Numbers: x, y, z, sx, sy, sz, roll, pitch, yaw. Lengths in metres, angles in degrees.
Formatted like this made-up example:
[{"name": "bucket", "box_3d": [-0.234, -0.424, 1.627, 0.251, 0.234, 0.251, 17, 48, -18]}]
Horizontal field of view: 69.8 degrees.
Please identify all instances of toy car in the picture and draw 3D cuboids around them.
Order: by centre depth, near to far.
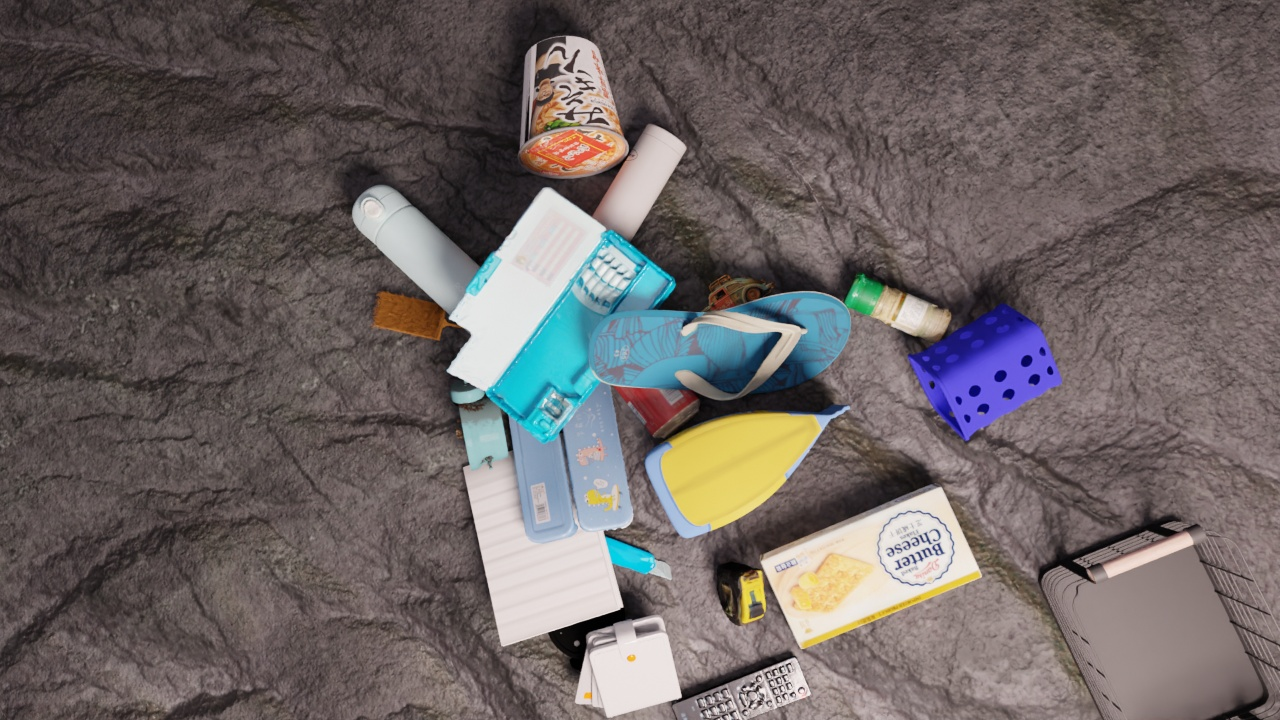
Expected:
[{"name": "toy car", "box_3d": [0.095, -0.067, 1.026, 0.112, 0.047, 0.047, -33, 84, 5]}]

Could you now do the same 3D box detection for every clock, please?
[{"name": "clock", "box_3d": [-0.053, 0.299, 1.036, 0.091, 0.042, 0.120, -34, 83, 6]}, {"name": "clock", "box_3d": [-0.186, 0.064, 1.045, 0.053, 0.090, 0.124, -11, 86, -11]}]

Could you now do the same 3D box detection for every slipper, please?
[{"name": "slipper", "box_3d": [0.092, -0.008, 0.967, 0.294, 0.060, 0.118, -3, 118, -15]}]

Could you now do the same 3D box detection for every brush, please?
[{"name": "brush", "box_3d": [-0.255, -0.049, 1.093, 0.126, 0.017, 0.048, 12, 90, 9]}]

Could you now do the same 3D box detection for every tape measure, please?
[{"name": "tape measure", "box_3d": [0.107, 0.256, 1.001, 0.038, 0.067, 0.062, -11, 94, -23]}]

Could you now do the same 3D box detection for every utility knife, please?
[{"name": "utility knife", "box_3d": [-0.045, 0.216, 1.052, 0.175, 0.015, 0.031, 19, 93, 7]}]

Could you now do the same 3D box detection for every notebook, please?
[{"name": "notebook", "box_3d": [-0.114, 0.197, 1.038, 0.143, 0.009, 0.209, -20, 69, 8]}]

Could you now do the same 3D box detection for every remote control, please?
[{"name": "remote control", "box_3d": [0.111, 0.375, 1.020, 0.150, 0.022, 0.047, -23, 84, 5]}]

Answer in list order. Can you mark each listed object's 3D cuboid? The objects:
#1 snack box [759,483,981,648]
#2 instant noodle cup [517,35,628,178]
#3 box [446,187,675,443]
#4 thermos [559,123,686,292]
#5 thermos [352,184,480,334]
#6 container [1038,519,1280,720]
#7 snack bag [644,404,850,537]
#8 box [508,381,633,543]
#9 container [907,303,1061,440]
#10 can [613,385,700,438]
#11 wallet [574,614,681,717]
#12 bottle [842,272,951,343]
[{"name": "snack box", "box_3d": [0.245, 0.220, 0.987, 0.208, 0.057, 0.104, -24, 84, 7]}, {"name": "instant noodle cup", "box_3d": [-0.082, -0.287, 1.033, 0.124, 0.123, 0.121, -9, 77, 8]}, {"name": "box", "box_3d": [-0.097, -0.047, 0.977, 0.182, 0.071, 0.227, 36, 99, -12]}, {"name": "thermos", "box_3d": [-0.027, -0.159, 1.045, 0.052, 0.052, 0.224, 32, 93, 9]}, {"name": "thermos", "box_3d": [-0.245, -0.119, 1.067, 0.207, 0.078, 0.065, 43, 94, 6]}, {"name": "container", "box_3d": [0.526, 0.286, 0.904, 0.163, 0.130, 0.241, -25, 84, 7]}, {"name": "snack bag", "box_3d": [0.118, 0.094, 0.960, 0.205, 0.159, 0.102, -27, 85, 5]}, {"name": "box", "box_3d": [-0.084, 0.094, 1.034, 0.127, 0.034, 0.209, -13, 73, 7]}, {"name": "container", "box_3d": [0.358, 0.009, 0.955, 0.113, 0.085, 0.084, -31, 115, 5]}, {"name": "can", "box_3d": [-0.006, 0.006, 1.028, 0.067, 0.067, 0.170, -39, 83, 5]}, {"name": "wallet", "box_3d": [-0.021, 0.338, 1.001, 0.115, 0.037, 0.118, -14, 119, -4]}, {"name": "bottle", "box_3d": [0.280, -0.057, 1.000, 0.111, 0.043, 0.043, 24, 91, 8]}]
